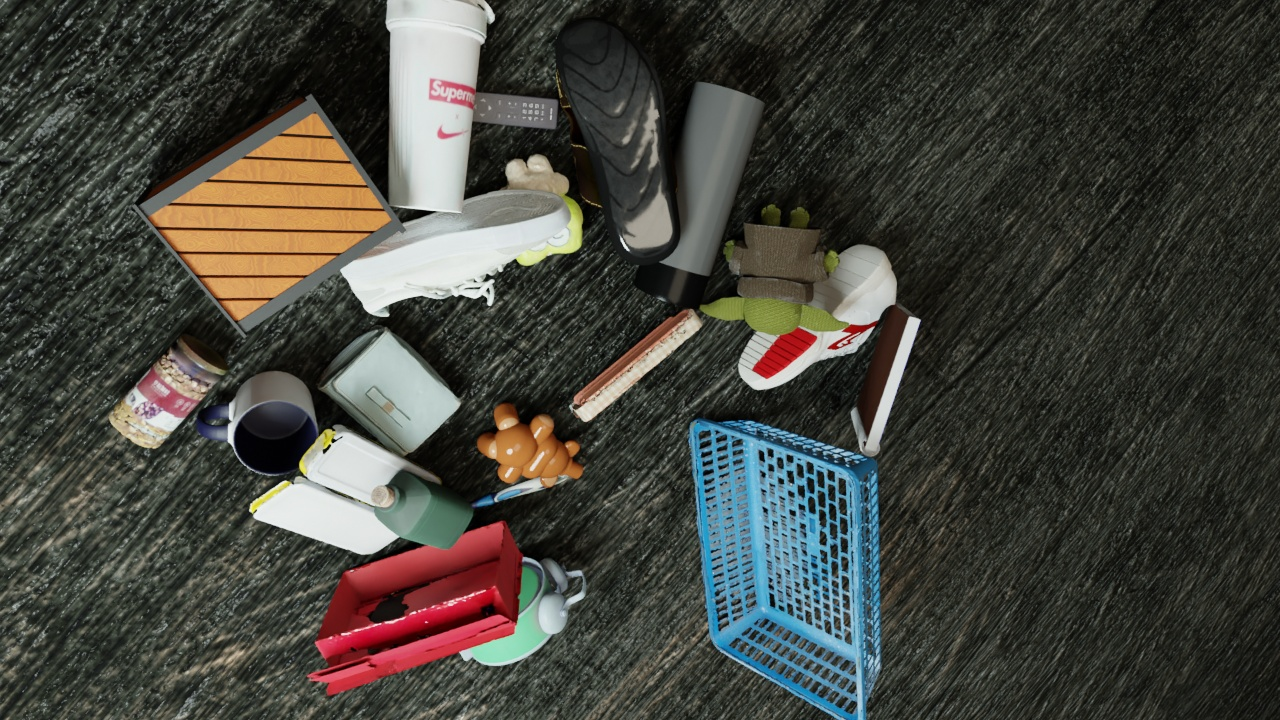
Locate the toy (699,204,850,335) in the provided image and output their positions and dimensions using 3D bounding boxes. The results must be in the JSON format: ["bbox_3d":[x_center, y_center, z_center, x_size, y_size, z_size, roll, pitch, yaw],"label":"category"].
[{"bbox_3d":[0.166,-0.107,1.104,0.179,0.078,0.153,8,104,15],"label":"toy"}]

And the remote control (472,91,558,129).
[{"bbox_3d":[-0.154,-0.265,0.965,0.136,0.015,0.032,0,107,-20],"label":"remote control"}]

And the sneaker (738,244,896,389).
[{"bbox_3d":[0.237,-0.033,1.175,0.236,0.090,0.104,-46,126,-6],"label":"sneaker"}]

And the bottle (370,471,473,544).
[{"bbox_3d":[-0.242,0.158,0.983,0.061,0.061,0.131,-57,152,-6],"label":"bottle"}]

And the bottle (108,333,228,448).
[{"bbox_3d":[-0.466,0.030,0.908,0.105,0.056,0.056,-48,118,-2],"label":"bottle"}]

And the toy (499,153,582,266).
[{"bbox_3d":[-0.112,-0.165,1.000,0.092,0.046,0.115,-16,105,-8],"label":"toy"}]

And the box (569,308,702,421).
[{"bbox_3d":[-0.008,0.005,1.087,0.187,0.083,0.042,-39,106,-5],"label":"box"}]

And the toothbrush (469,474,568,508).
[{"bbox_3d":[-0.174,0.167,1.098,0.188,0.017,0.016,-17,112,-16],"label":"toothbrush"}]

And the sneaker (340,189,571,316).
[{"bbox_3d":[-0.185,-0.107,0.957,0.242,0.089,0.091,-16,126,0],"label":"sneaker"}]

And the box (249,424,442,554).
[{"bbox_3d":[-0.303,0.145,0.975,0.129,0.036,0.209,-44,151,-2],"label":"box"}]

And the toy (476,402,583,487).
[{"bbox_3d":[-0.124,0.105,1.083,0.127,0.065,0.095,28,102,-36],"label":"toy"}]

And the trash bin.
[{"bbox_3d":[-0.341,-0.143,0.856,0.171,0.140,0.140,-36,117,-9],"label":"trash bin"}]

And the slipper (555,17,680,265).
[{"bbox_3d":[-0.023,-0.235,0.994,0.113,0.075,0.268,-17,98,-2],"label":"slipper"}]

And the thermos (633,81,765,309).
[{"bbox_3d":[0.065,-0.185,1.046,0.082,0.082,0.240,12,102,-26],"label":"thermos"}]

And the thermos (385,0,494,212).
[{"bbox_3d":[-0.200,-0.257,0.893,0.099,0.099,0.220,2,98,-23],"label":"thermos"}]

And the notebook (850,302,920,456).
[{"bbox_3d":[0.305,0.018,1.156,0.022,0.209,0.172,17,101,7],"label":"notebook"}]

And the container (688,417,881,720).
[{"bbox_3d":[0.196,0.249,1.168,0.089,0.257,0.363,-24,117,-37],"label":"container"}]

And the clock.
[{"bbox_3d":[-0.142,0.286,1.085,0.162,0.121,0.075,-20,116,5],"label":"clock"}]

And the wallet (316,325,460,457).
[{"bbox_3d":[-0.271,0.036,0.999,0.100,0.054,0.131,-44,123,-3],"label":"wallet"}]

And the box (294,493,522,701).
[{"bbox_3d":[-0.237,0.259,1.001,0.215,0.164,0.153,-20,158,4],"label":"box"}]

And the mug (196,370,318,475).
[{"bbox_3d":[-0.388,0.062,0.928,0.111,0.097,0.079,1,106,-23],"label":"mug"}]
